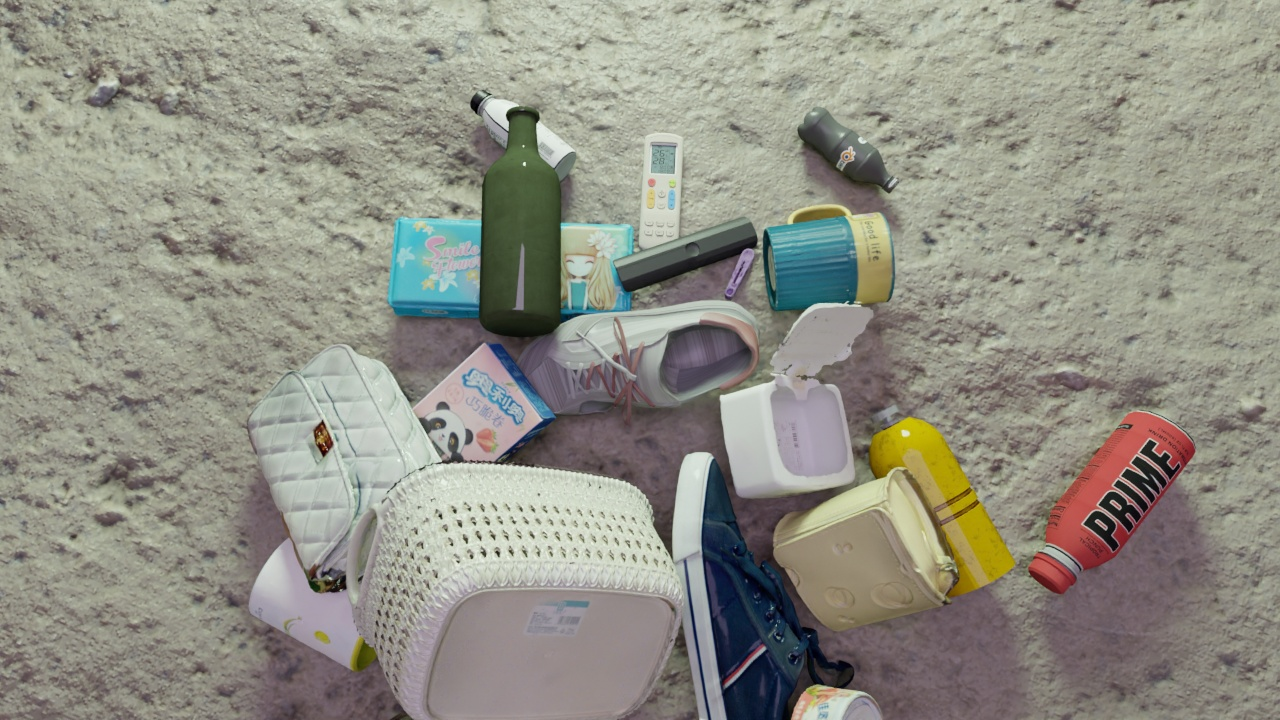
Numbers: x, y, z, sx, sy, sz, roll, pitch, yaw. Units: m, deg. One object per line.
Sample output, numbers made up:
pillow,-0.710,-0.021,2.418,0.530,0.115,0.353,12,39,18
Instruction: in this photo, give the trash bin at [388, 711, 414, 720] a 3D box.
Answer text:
trash bin,-0.188,0.343,0.695,0.131,0.211,0.130,0,78,1

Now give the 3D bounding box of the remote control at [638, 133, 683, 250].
remote control,0.020,-0.162,0.893,0.038,0.018,0.125,3,78,2

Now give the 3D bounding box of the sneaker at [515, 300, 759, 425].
sneaker,-0.005,0.005,0.809,0.236,0.089,0.099,-14,100,1

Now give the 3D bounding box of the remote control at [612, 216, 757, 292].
remote control,0.043,-0.101,0.864,0.146,0.015,0.033,-21,84,-19

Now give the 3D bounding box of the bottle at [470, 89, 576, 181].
bottle,-0.118,-0.222,0.897,0.116,0.041,0.041,40,82,8

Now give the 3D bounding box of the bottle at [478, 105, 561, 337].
bottle,-0.107,-0.128,0.824,0.071,0.071,0.206,-1,76,1

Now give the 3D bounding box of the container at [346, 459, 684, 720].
container,-0.087,0.184,0.708,0.251,0.143,0.185,10,107,-29

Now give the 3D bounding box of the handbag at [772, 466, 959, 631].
handbag,0.190,0.161,0.764,0.120,0.081,0.111,-31,87,35

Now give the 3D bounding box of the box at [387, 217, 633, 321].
box,-0.121,-0.085,0.872,0.227,0.039,0.094,2,77,0

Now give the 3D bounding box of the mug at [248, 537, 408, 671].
mug,-0.267,0.207,0.791,0.106,0.082,0.082,25,80,6

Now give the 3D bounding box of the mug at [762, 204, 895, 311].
mug,0.169,-0.100,0.853,0.107,0.083,0.113,-7,50,3

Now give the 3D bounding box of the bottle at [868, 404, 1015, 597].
bottle,0.253,0.117,0.803,0.071,0.071,0.163,-27,81,-4

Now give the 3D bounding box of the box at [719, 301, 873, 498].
box,0.136,0.032,0.793,0.111,0.101,0.189,0,96,-39

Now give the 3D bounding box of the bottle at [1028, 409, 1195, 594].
bottle,0.406,0.127,0.803,0.062,0.062,0.176,41,82,9

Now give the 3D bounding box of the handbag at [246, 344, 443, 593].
handbag,-0.259,0.082,0.783,0.139,0.072,0.195,-43,54,3

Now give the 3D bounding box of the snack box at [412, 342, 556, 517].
snack box,-0.159,0.064,0.817,0.154,0.033,0.088,-40,80,15

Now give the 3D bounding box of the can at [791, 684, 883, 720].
can,0.154,0.300,0.716,0.043,0.086,0.086,-9,75,40

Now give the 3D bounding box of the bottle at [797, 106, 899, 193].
bottle,0.202,-0.201,0.887,0.110,0.036,0.036,41,82,9

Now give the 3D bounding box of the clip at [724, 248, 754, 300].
clip,0.094,-0.081,0.875,0.013,0.033,0.051,26,87,8

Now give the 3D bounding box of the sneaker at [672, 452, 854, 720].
sneaker,0.102,0.217,0.771,0.127,0.120,0.294,-13,81,11
